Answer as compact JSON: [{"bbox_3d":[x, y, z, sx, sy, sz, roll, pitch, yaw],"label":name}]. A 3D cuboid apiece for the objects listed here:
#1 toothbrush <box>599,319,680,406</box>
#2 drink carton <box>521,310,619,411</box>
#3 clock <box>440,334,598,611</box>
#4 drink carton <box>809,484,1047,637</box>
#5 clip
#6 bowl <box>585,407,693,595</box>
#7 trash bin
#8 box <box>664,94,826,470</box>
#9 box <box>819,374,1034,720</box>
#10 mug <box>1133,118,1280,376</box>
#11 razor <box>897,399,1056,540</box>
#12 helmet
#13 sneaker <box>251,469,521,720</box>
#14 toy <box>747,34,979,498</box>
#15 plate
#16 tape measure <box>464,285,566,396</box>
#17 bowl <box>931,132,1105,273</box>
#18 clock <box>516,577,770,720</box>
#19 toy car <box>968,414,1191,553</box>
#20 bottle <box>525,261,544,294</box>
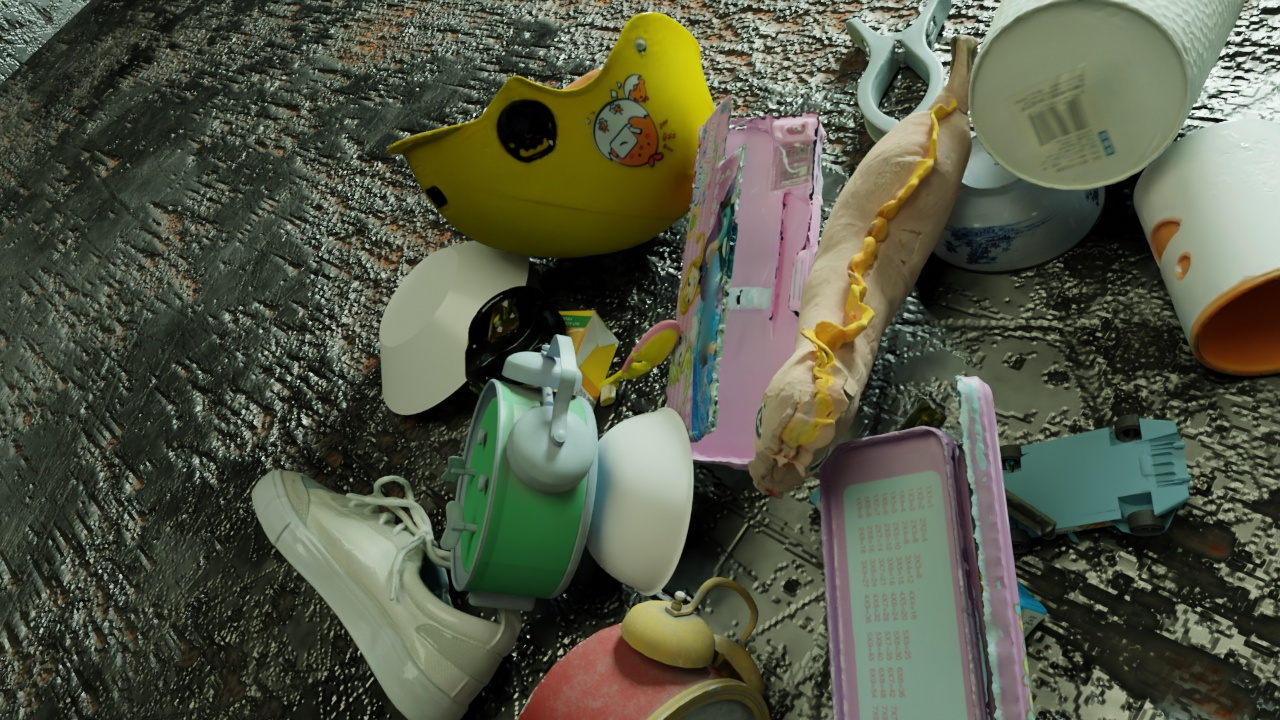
[{"bbox_3d":[-0.004,0.003,0.598,0.136,0.021,0.016,135,145,-62],"label":"toothbrush"},{"bbox_3d":[-0.067,0.026,0.655,0.058,0.041,0.122,1,58,32],"label":"drink carton"},{"bbox_3d":[-0.068,0.059,0.526,0.121,0.075,0.162,-105,31,-54],"label":"clock"},{"bbox_3d":[0.142,0.097,0.471,0.044,0.038,0.129,-55,45,11],"label":"drink carton"},{"bbox_3d":[0.206,-0.219,0.689,0.090,0.027,0.162,-16,50,18],"label":"clip"},{"bbox_3d":[-0.011,0.079,0.534,0.110,0.040,0.110,-171,91,-70],"label":"bowl"},{"bbox_3d":[0.260,-0.180,0.519,0.133,0.133,0.160,6,40,34],"label":"trash bin"},{"bbox_3d":[0.057,-0.054,0.559,0.085,0.090,0.230,2,76,23],"label":"box"},{"bbox_3d":[0.132,0.125,0.395,0.062,0.140,0.213,6,67,-13],"label":"box"},{"bbox_3d":[0.307,-0.057,0.463,0.082,0.082,0.105,-15,49,21],"label":"mug"},{"bbox_3d":[0.172,0.061,0.477,0.042,0.026,0.106,-51,36,2],"label":"razor"},{"bbox_3d":[-0.049,-0.142,0.684,0.240,0.139,0.209,-24,10,1],"label":"helmet"},{"bbox_3d":[-0.168,0.132,0.609,0.090,0.089,0.242,-46,52,-13],"label":"sneaker"},{"bbox_3d":[0.122,-0.054,0.495,0.065,0.197,0.263,23,38,12],"label":"toy"},{"bbox_3d":[-0.165,-0.041,0.738,0.174,0.036,0.173,-29,41,29],"label":"plate"},{"bbox_3d":[-0.088,-0.016,0.641,0.071,0.042,0.072,-28,44,14],"label":"tape measure"},{"bbox_3d":[0.229,-0.113,0.579,0.114,0.045,0.114,-16,50,20],"label":"bowl"},{"bbox_3d":[0.002,0.174,0.446,0.081,0.117,0.158,25,75,44],"label":"clock"},{"bbox_3d":[0.219,0.066,0.461,0.108,0.027,0.060,-21,45,39],"label":"toy car"},{"bbox_3d":[-0.095,-0.031,0.717,0.036,0.036,0.109,-9,52,26],"label":"bottle"}]
